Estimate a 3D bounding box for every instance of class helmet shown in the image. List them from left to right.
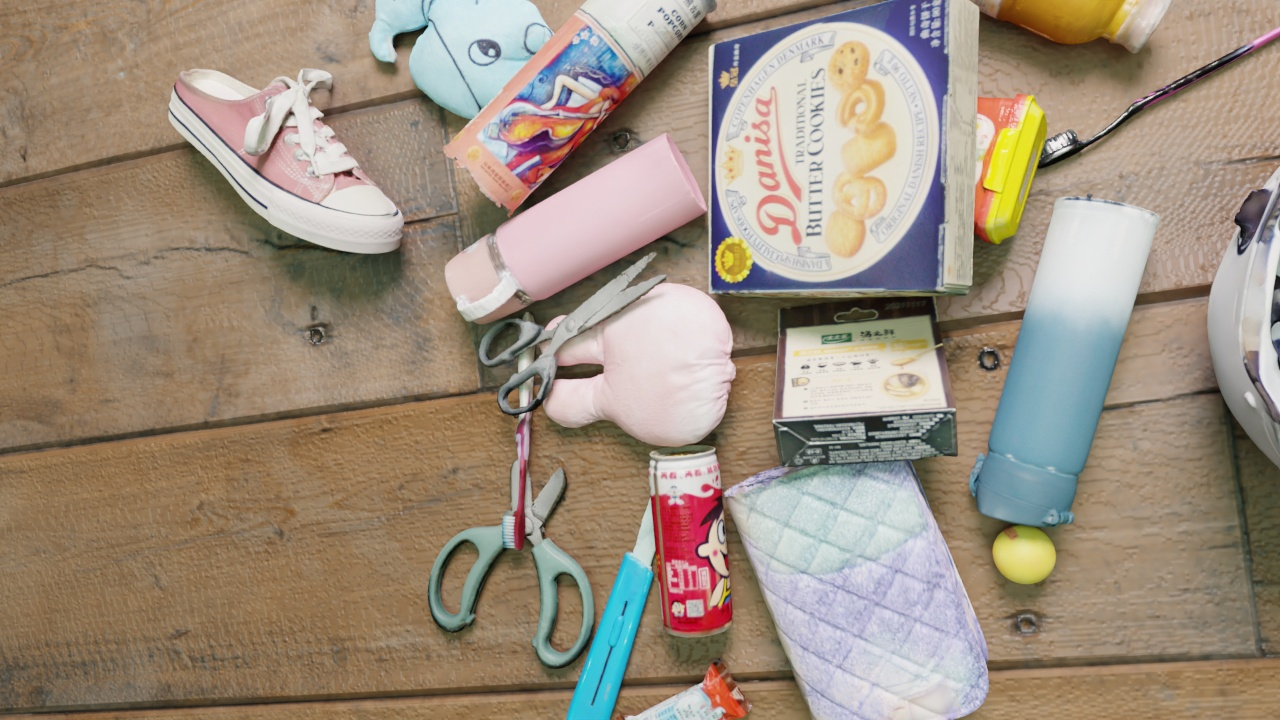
[{"bbox_3d":[0.446,-0.032,0.527,0.229,0.146,0.258,10,87,12],"label":"helmet"}]

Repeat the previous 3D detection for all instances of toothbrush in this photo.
[{"bbox_3d":[-0.096,0.055,0.723,0.017,0.016,0.187,1,86,20],"label":"toothbrush"},{"bbox_3d":[0.351,-0.182,0.611,0.189,0.014,0.017,-29,74,13],"label":"toothbrush"}]

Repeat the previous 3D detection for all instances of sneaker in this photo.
[{"bbox_3d":[-0.278,-0.175,0.725,0.241,0.118,0.088,38,121,15],"label":"sneaker"}]

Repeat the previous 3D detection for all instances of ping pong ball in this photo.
[{"bbox_3d":[0.264,0.133,0.632,0.040,0.040,0.040,1,92,14],"label":"ping pong ball"}]

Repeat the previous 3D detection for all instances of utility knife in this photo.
[{"bbox_3d":[-0.013,0.193,0.717,0.034,0.018,0.205,19,95,13],"label":"utility knife"}]

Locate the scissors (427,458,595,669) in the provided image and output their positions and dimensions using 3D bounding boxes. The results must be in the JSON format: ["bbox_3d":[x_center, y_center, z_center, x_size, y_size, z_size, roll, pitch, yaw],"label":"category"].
[{"bbox_3d":[-0.113,0.164,0.739,0.176,0.019,0.175,-9,90,16],"label":"scissors"}]

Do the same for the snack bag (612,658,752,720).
[{"bbox_3d":[0.030,0.273,0.704,0.104,0.026,0.048,-36,78,14],"label":"snack bag"}]

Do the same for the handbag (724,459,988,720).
[{"bbox_3d":[0.153,0.159,0.645,0.134,0.075,0.194,-21,86,18],"label":"handbag"}]

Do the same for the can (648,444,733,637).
[{"bbox_3d":[0.037,0.132,0.680,0.053,0.053,0.133,-4,94,14],"label":"can"}]

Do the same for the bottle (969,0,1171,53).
[{"bbox_3d":[0.249,-0.260,0.605,0.189,0.068,0.068,30,99,11],"label":"bottle"}]

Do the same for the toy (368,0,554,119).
[{"bbox_3d":[-0.143,-0.251,0.714,0.162,0.049,0.156,-15,90,24],"label":"toy"}]

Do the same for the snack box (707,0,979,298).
[{"bbox_3d":[0.128,-0.133,0.613,0.183,0.045,0.178,2,93,42],"label":"snack box"}]

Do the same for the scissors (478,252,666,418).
[{"bbox_3d":[-0.058,-0.029,0.687,0.151,0.014,0.171,27,102,31],"label":"scissors"}]

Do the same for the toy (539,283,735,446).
[{"bbox_3d":[-0.004,0.004,0.688,0.160,0.054,0.121,-1,92,26],"label":"toy"}]

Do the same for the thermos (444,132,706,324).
[{"bbox_3d":[-0.052,-0.090,0.680,0.199,0.087,0.067,-26,114,12],"label":"thermos"}]

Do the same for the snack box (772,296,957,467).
[{"bbox_3d":[0.151,0.012,0.629,0.113,0.125,0.053,-5,123,15],"label":"snack box"}]

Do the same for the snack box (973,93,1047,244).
[{"bbox_3d":[0.220,-0.131,0.616,0.080,0.082,0.091,18,96,26],"label":"snack box"}]

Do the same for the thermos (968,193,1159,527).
[{"bbox_3d":[0.278,0.004,0.612,0.070,0.070,0.220,16,96,13],"label":"thermos"}]

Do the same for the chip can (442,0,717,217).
[{"bbox_3d":[-0.046,-0.205,0.667,0.215,0.071,0.071,-44,82,5],"label":"chip can"}]
